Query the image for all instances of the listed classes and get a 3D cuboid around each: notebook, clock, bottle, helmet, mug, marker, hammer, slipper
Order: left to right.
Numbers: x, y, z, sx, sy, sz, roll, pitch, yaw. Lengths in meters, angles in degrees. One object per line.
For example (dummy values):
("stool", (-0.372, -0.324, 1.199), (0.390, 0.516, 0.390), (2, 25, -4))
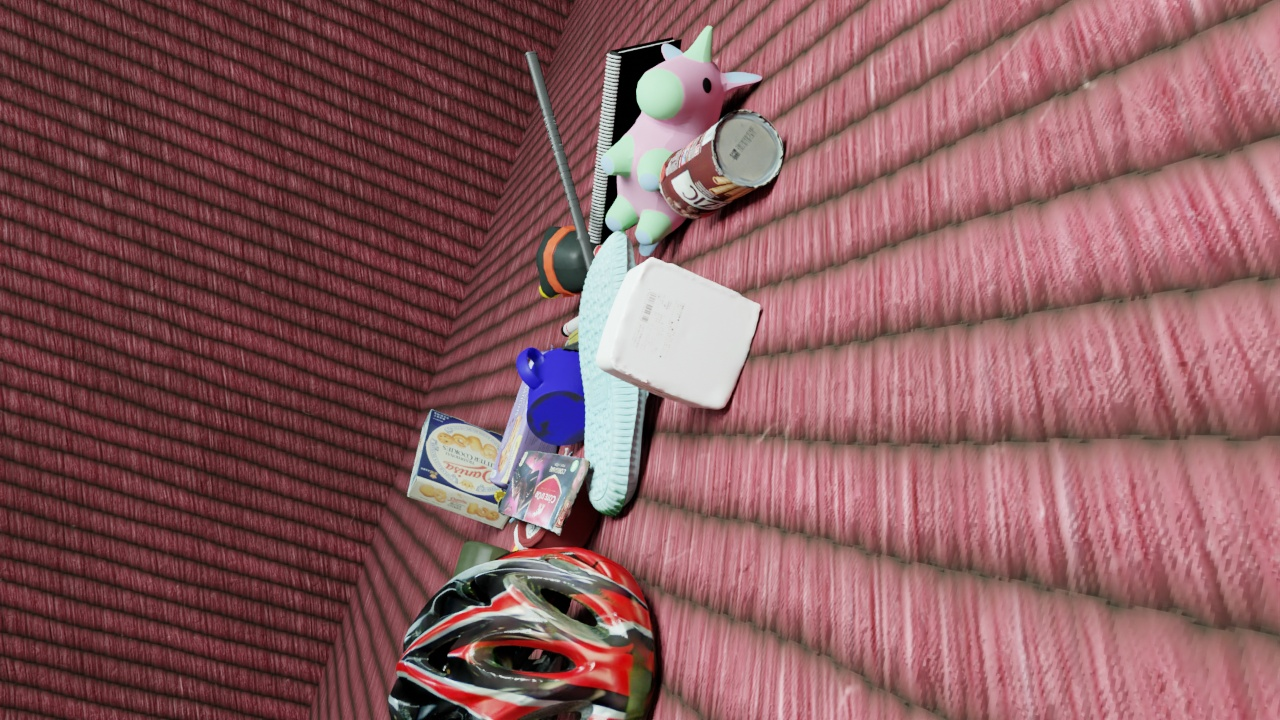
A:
("bottle", (-0.208, 0.325, 1.098), (0.072, 0.071, 0.206), (-31, 40, 63))
("helmet", (-0.095, 0.253, 0.733), (0.273, 0.167, 0.217), (-27, 46, 47))
("clock", (-0.090, 0.166, 0.942), (0.138, 0.048, 0.096), (-59, 23, 6))
("mug", (-0.100, 0.032, 1.055), (0.079, 0.111, 0.083), (-35, 29, 19))
("hammer", (-0.078, -0.168, 0.964), (0.015, 0.094, 0.325), (159, 95, -69))
("marker", (-0.079, -0.052, 1.246), (0.146, 0.019, 0.019), (-21, 50, 68))
("slipper", (-0.014, 0.012, 0.888), (0.116, 0.069, 0.276), (-25, 63, 60))
("notebook", (-0.006, -0.244, 1.020), (0.148, 0.016, 0.207), (-39, -37, -53))

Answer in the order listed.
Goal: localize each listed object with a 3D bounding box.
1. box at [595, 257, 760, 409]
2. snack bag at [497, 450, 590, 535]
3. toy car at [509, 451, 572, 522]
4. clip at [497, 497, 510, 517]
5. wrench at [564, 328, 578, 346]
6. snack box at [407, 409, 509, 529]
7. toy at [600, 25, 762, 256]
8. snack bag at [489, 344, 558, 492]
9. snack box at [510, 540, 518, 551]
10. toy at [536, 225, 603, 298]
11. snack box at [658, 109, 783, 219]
("box", (0.018, -0.021, 0.764), (0.130, 0.110, 0.103), (-6, 63, 70))
("snack bag", (-0.098, 0.128, 0.916), (0.155, 0.018, 0.074), (-4, 59, 62))
("toy car", (-0.104, 0.153, 1.052), (0.108, 0.027, 0.060), (-47, 3, 27))
("clip", (-0.120, 0.168, 1.009), (0.047, 0.076, 0.023), (-35, 37, 63))
("wrench", (-0.048, -0.040, 1.134), (0.274, 0.018, 0.083), (148, 136, -62))
("snack box", (-0.245, 0.152, 1.294), (0.043, 0.144, 0.144), (-55, 23, 30))
("toy", (0.034, -0.224, 0.974), (0.170, 0.120, 0.223), (-47, -27, -33))
("snack bag", (-0.130, 0.076, 1.180), (0.096, 0.058, 0.205), (-8, 62, 69))
("snack box", (-0.129, 0.240, 1.042), (0.133, 0.021, 0.089), (-31, 40, 63))
("toy", (-0.085, -0.134, 1.247), (0.097, 0.100, 0.119), (-31, 29, -28))
("snack box", (0.072, -0.178, 0.847), (0.121, 0.072, 0.072), (-11, 59, 69))
